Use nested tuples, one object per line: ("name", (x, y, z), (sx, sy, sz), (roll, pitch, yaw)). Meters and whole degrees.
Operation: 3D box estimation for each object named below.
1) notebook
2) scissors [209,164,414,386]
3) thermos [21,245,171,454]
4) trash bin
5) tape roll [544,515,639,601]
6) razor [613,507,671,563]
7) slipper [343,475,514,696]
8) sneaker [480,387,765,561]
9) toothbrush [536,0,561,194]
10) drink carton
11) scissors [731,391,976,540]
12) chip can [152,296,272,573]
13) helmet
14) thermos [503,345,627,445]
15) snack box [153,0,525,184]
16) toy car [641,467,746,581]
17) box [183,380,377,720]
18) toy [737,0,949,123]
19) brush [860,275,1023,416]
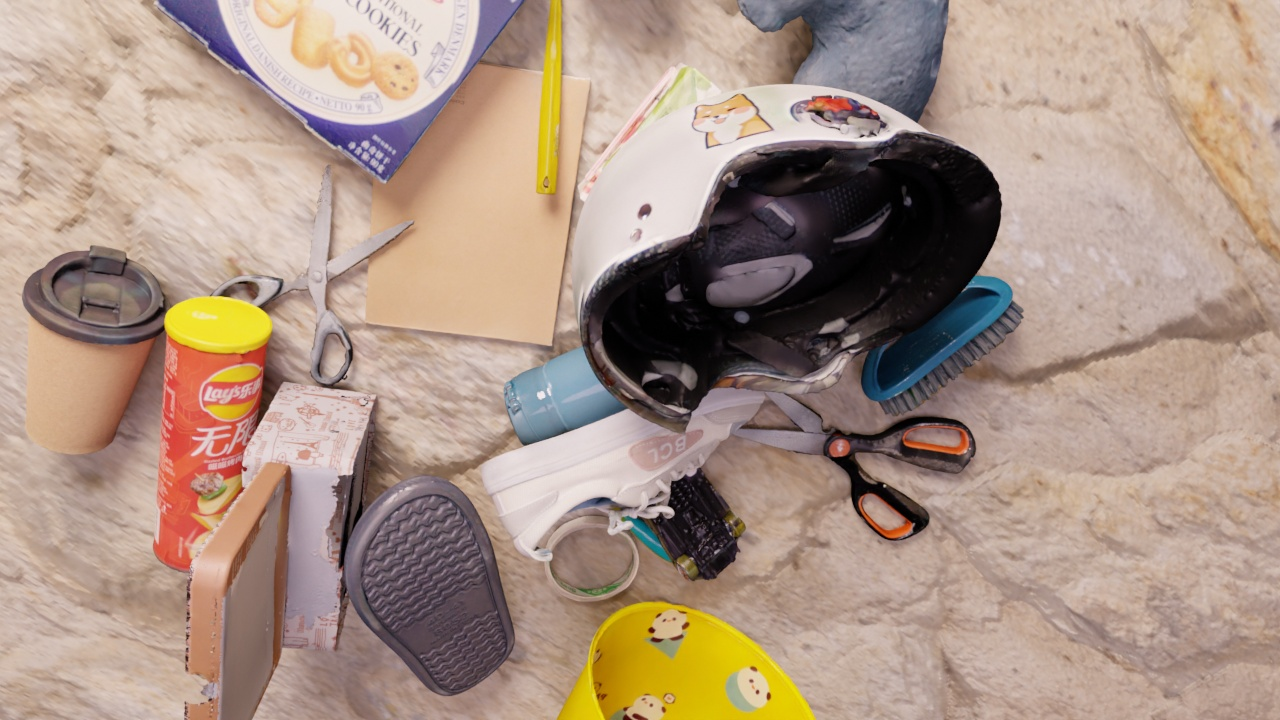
("notebook", (-0.127, -0.117, 0.694), (0.149, 0.012, 0.212), (7, 113, -8))
("scissors", (-0.245, -0.058, 0.700), (0.181, 0.014, 0.159), (-18, 114, 7))
("thermos", (-0.407, -0.004, 0.676), (0.093, 0.093, 0.143), (22, 118, -15))
("trash bin", (0.002, 0.390, 0.824), (0.229, 0.229, 0.256), (23, 114, -16))
("tape roll", (-0.044, 0.180, 0.832), (0.086, 0.014, 0.086), (-2, 114, -5))
("razor", (-0.003, 0.143, 0.812), (0.132, 0.028, 0.043), (44, 58, -22))
("slipper", (-0.177, 0.179, 0.749), (0.110, 0.083, 0.269), (-31, 139, -21))
("sneaker", (0.004, 0.081, 0.707), (0.241, 0.090, 0.090), (-19, 82, -23))
("toothbrush", (-0.061, -0.212, 0.644), (0.015, 0.016, 0.190), (4, 106, -5))
("drink carton", (0.006, -0.157, 0.668), (0.045, 0.053, 0.123), (37, 104, -19))
("scissors", (0.189, 0.092, 0.815), (0.224, 0.021, 0.205), (-8, 115, -3))
("chip can", (-0.333, 0.062, 0.707), (0.073, 0.073, 0.217), (13, 115, -12))
("helmet", (0.075, -0.087, 0.606), (0.274, 0.156, 0.230), (-21, 144, -9))
("thermos", (-0.004, 0.004, 0.734), (0.220, 0.070, 0.070), (-23, 114, 5))
("snack box", (-0.189, -0.245, 0.607), (0.178, 0.045, 0.183), (38, 105, -15))
("toy car", (0.033, 0.124, 0.794), (0.070, 0.042, 0.158), (-38, 109, -17))
("box", (-0.256, 0.147, 0.659), (0.082, 0.260, 0.177), (9, 112, -9))
("toy", (0.136, -0.243, 0.617), (0.138, 0.091, 0.356), (-29, 126, 5))
("brush", (0.240, -0.019, 0.753), (0.144, 0.055, 0.073), (-39, 113, 11))
